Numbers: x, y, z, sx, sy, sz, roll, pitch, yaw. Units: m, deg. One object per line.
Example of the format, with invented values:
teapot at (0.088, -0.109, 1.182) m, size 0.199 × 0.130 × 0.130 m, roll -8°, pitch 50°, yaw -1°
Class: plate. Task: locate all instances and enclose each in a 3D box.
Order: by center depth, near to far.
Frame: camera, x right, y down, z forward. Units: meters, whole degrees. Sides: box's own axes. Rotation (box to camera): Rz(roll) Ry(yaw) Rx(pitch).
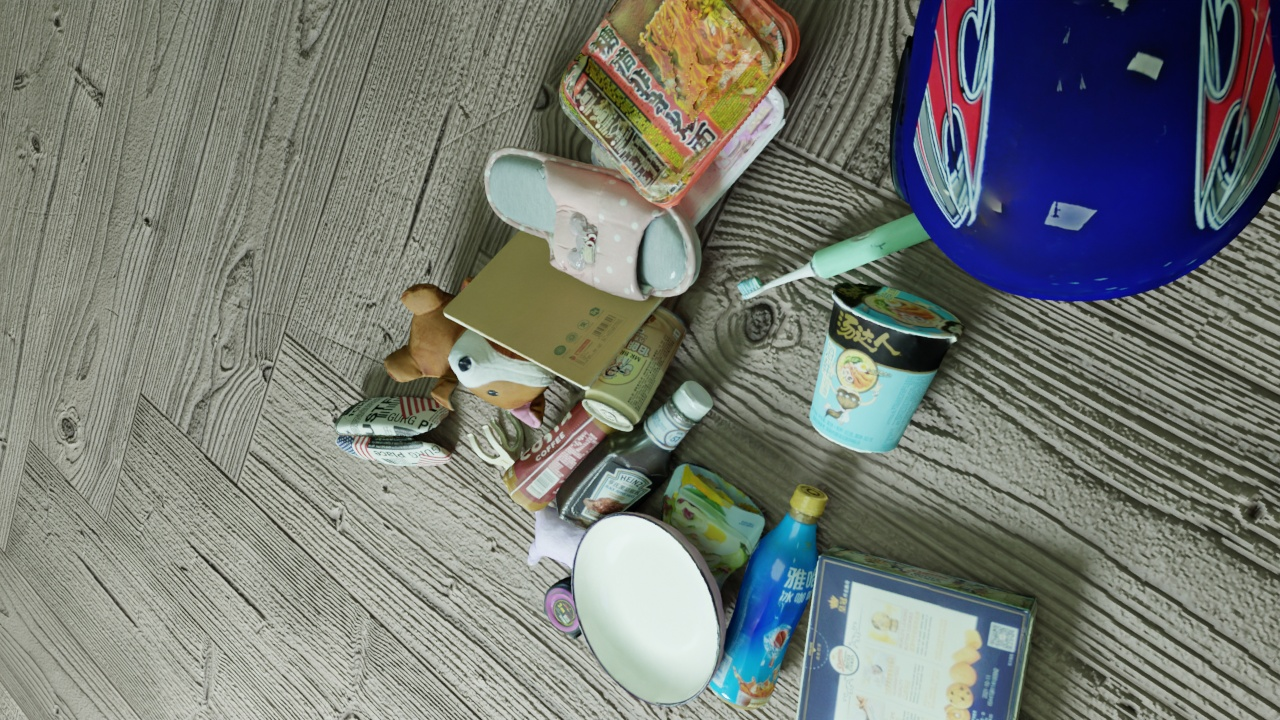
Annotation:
plate at (0.011, 0.239, 0.899) m, size 0.193 × 0.039 × 0.192 m, roll 9°, pitch 104°, yaw 41°

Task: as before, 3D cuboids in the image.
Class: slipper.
slipper at (-0.060, -0.135, 0.877) m, size 0.274 × 0.054 × 0.114 m, roll 29°, pitch 127°, yaw 30°

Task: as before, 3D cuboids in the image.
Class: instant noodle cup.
instant noodle cup at (0.197, 0.010, 0.771) m, size 0.111 × 0.111 × 0.121 m, roll 25°, pitch 115°, yaw 26°
instant noodle cup at (0.036, -0.245, 0.780) m, size 0.164 × 0.079 × 0.189 m, roll 50°, pitch 118°, yaw 16°
instant noodle cup at (0.051, -0.210, 0.856) m, size 0.174 × 0.060 × 0.138 m, roll -47°, pitch 72°, yaw 25°

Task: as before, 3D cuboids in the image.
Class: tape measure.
tape measure at (-0.074, 0.263, 0.993) m, size 0.057 × 0.039 × 0.058 m, roll 32°, pitch 115°, yaw 24°

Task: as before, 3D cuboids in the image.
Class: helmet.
helmet at (0.290, -0.197, 0.599) m, size 0.248 × 0.240 × 0.315 m, roll 1°, pitch 94°, yaw 20°

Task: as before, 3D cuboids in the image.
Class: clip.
clip at (-0.153, 0.106, 1.008) m, size 0.035 × 0.094 × 0.102 m, roll -26°, pitch 71°, yaw 30°

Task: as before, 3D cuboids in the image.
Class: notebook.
notebook at (-0.082, -0.064, 0.912) m, size 0.208 × 0.008 × 0.147 m, roll 25°, pitch 66°, yaw 34°

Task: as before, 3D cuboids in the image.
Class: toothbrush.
toothbrush at (0.186, -0.095, 0.807) m, size 0.225 × 0.026 × 0.027 m, roll -21°, pitch 110°, yaw 31°

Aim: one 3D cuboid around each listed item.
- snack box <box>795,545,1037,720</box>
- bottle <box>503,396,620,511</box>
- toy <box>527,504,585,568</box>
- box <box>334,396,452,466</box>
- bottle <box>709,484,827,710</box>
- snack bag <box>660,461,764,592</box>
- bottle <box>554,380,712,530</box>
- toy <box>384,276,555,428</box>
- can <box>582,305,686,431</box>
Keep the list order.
snack box at (0.237, 0.272, 0.805) m, size 0.183 × 0.045 × 0.178 m, roll 11°, pitch 101°, yaw 29°
bottle at (-0.066, 0.084, 0.951) m, size 0.175 × 0.057 × 0.057 m, roll -43°, pitch 74°, yaw 19°
toy at (-0.075, 0.199, 0.986) m, size 0.108 × 0.038 × 0.084 m, roll 17°, pitch 104°, yaw 27°
box at (-0.294, 0.095, 1.102) m, size 0.163 × 0.076 × 0.088 m, roll 0°, pitch 119°, yaw 28°
bottle at (0.124, 0.218, 0.856) m, size 0.065 × 0.065 × 0.219 m, roll 25°, pitch 106°, yaw 26°
snack bag at (0.046, 0.204, 0.917) m, size 0.110 × 0.038 × 0.191 m, roll 31°, pitch 113°, yaw 20°
bottle at (-0.003, 0.096, 0.912) m, size 0.195 × 0.079 × 0.044 m, roll -47°, pitch 34°, yaw 24°
toy at (-0.174, -0.011, 0.982) m, size 0.200 × 0.130 × 0.140 m, roll 21°, pitch 104°, yaw 17°
can at (-0.005, 0.005, 0.882) m, size 0.058 × 0.058 × 0.116 m, roll 18°, pitch 67°, yaw 28°
